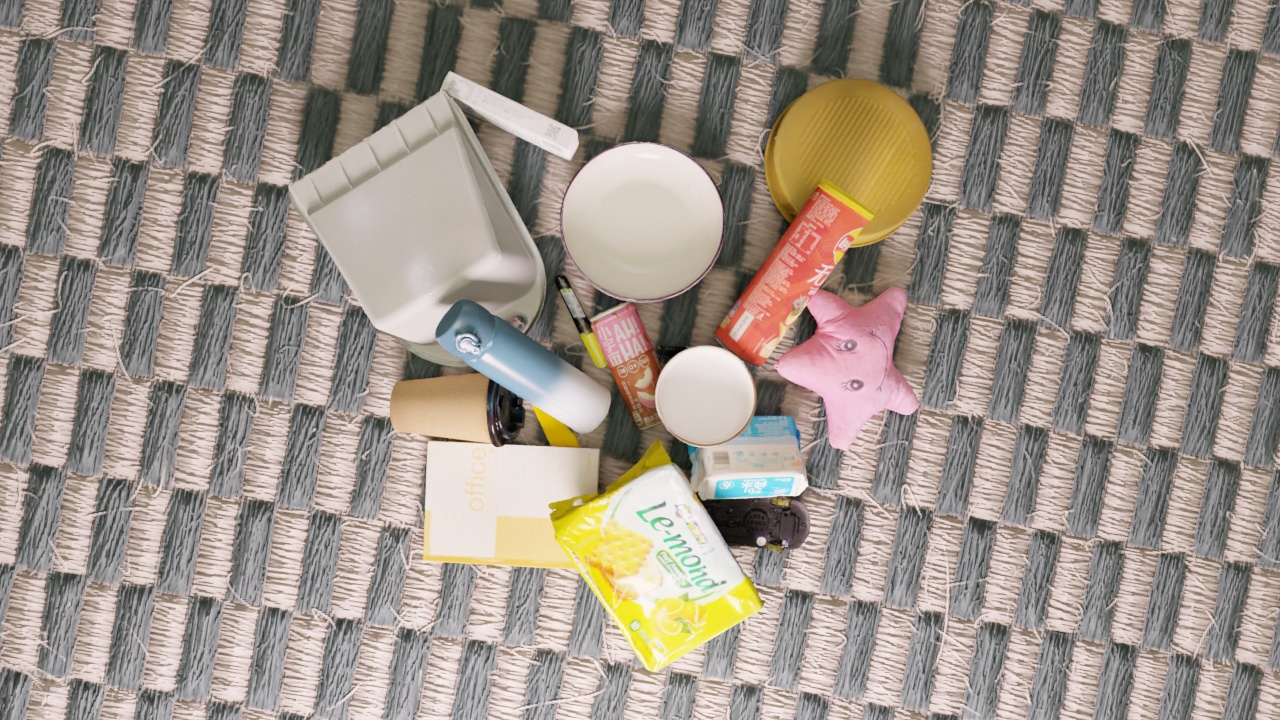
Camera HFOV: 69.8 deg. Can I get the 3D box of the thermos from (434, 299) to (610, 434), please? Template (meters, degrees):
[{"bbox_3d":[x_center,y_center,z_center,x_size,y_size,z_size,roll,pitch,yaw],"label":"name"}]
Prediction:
[{"bbox_3d":[-0.130,0.008,1.024,0.220,0.070,0.070,35,91,-35],"label":"thermos"}]

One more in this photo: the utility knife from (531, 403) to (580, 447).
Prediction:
[{"bbox_3d":[-0.108,0.064,1.103,0.033,0.015,0.173,-25,92,-7],"label":"utility knife"}]

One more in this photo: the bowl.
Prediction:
[{"bbox_3d":[0.070,0.043,1.043,0.113,0.062,0.113,1,83,-5],"label":"bowl"}]

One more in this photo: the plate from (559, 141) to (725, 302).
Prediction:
[{"bbox_3d":[0.002,-0.159,1.075,0.192,0.039,0.192,0,82,-1],"label":"plate"}]

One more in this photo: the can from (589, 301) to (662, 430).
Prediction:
[{"bbox_3d":[-0.006,0.006,1.083,0.058,0.058,0.147,-24,93,-1],"label":"can"}]

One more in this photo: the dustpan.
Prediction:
[{"bbox_3d":[-0.234,-0.125,1.057,0.223,0.142,0.257,-28,77,9],"label":"dustpan"}]

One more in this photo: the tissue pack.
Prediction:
[{"bbox_3d":[0.125,0.115,1.078,0.140,0.063,0.089,-2,51,-3],"label":"tissue pack"}]

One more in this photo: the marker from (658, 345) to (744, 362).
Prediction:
[{"bbox_3d":[0.083,-0.009,1.092,0.130,0.022,0.018,1,117,-19],"label":"marker"}]

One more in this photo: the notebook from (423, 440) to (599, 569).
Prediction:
[{"bbox_3d":[-0.153,0.170,1.083,0.206,0.010,0.146,3,90,5],"label":"notebook"}]

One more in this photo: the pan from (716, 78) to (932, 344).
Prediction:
[{"bbox_3d":[0.200,-0.168,1.091,0.197,0.078,0.357,35,84,-2],"label":"pan"}]

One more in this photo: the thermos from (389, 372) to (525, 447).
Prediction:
[{"bbox_3d":[-0.212,0.054,1.067,0.143,0.093,0.093,-1,93,6],"label":"thermos"}]

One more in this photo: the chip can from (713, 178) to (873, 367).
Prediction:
[{"bbox_3d":[0.170,-0.096,1.033,0.073,0.073,0.217,33,106,-3],"label":"chip can"}]

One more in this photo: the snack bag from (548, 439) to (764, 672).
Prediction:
[{"bbox_3d":[0.019,0.226,1.046,0.158,0.068,0.246,-31,106,2],"label":"snack bag"}]

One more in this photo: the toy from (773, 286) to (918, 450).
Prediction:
[{"bbox_3d":[0.241,0.010,1.083,0.178,0.075,0.194,-5,92,-11],"label":"toy"}]

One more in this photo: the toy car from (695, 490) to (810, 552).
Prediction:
[{"bbox_3d":[0.125,0.191,1.104,0.158,0.042,0.070,7,96,3],"label":"toy car"}]

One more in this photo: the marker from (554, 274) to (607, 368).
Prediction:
[{"bbox_3d":[-0.071,-0.047,1.101,0.018,0.015,0.124,-27,90,-3],"label":"marker"}]

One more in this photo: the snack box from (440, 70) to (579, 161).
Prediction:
[{"bbox_3d":[-0.146,-0.277,1.051,0.157,0.084,0.027,25,93,-3],"label":"snack box"}]
